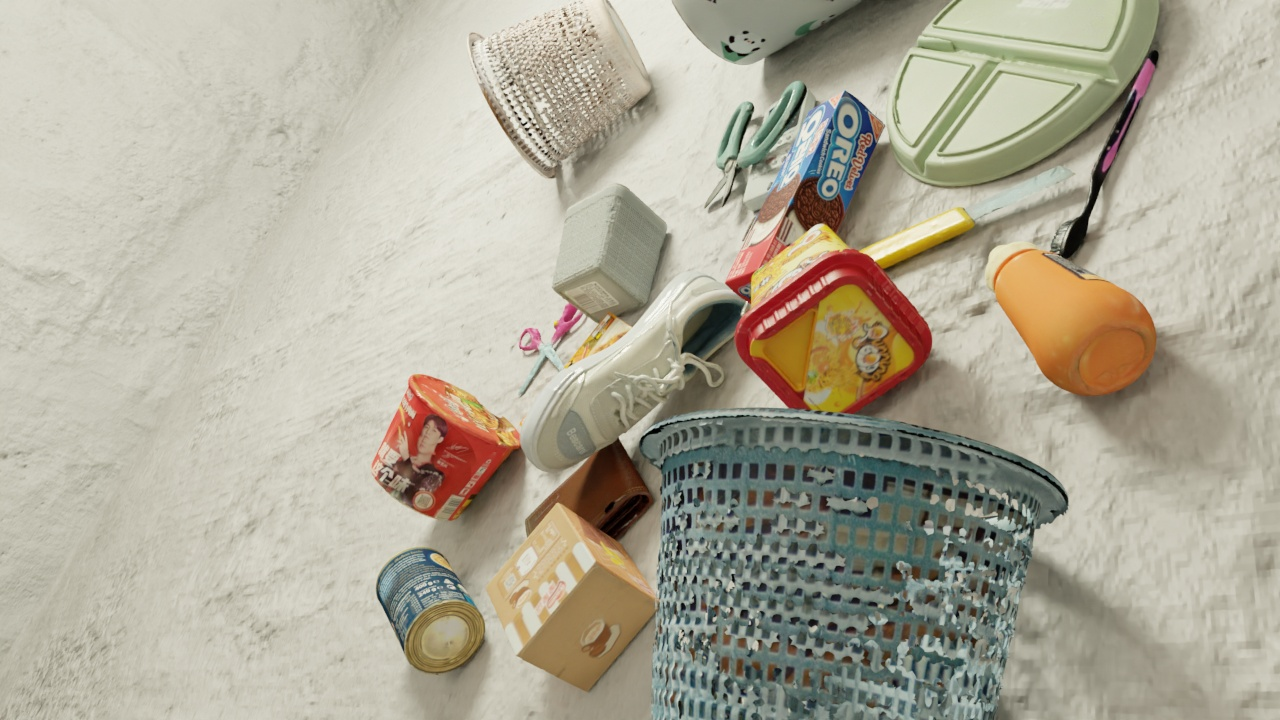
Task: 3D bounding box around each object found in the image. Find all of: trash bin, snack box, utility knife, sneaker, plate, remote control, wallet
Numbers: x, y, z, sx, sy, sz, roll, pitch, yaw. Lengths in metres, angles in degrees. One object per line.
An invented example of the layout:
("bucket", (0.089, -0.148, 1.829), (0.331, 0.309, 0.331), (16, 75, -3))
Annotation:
("trash bin", (0.093, 0.151, 0.476), (0.227, 0.226, 0.194), (-9, 63, 47))
("trash bin", (0.169, -0.467, 0.993), (0.253, 0.229, 0.229), (-23, 40, 44))
("trash bin", (-0.101, -0.398, 1.281), (0.192, 0.227, 0.227), (-26, 37, 14))
("snack box", (-0.058, 0.025, 0.943), (0.153, 0.026, 0.075), (-51, 31, -1))
("utility knife", (0.226, -0.096, 0.721), (0.231, 0.015, 0.033), (-25, 40, 39))
("sneaker", (0.006, 0.018, 0.803), (0.241, 0.089, 0.091), (-43, 41, -18))
("plate", (0.298, -0.247, 0.754), (0.231, 0.027, 0.229), (-32, 42, 34))
("remote control", (0.144, -0.220, 0.947), (0.058, 0.021, 0.149), (-18, 45, 41))
("snack box", (0.148, -0.141, 0.815), (0.058, 0.057, 0.207), (-17, 42, 63))
("wallet", (-0.050, 0.132, 0.820), (0.124, 0.032, 0.101), (-45, 29, 6))
("snack box", (-0.054, 0.185, 0.724), (0.093, 0.077, 0.094), (-50, 31, 1))

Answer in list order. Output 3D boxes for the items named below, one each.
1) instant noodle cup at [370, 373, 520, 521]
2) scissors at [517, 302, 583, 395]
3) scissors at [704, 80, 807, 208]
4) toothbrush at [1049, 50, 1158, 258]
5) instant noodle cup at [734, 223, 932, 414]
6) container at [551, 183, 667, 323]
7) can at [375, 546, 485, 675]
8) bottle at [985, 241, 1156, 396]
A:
("instant noodle cup", (-0.211, 0.095, 0.968), (0.108, 0.138, 0.138), (-56, 31, 6))
("scissors", (-0.110, -0.018, 1.064), (0.136, 0.017, 0.133), (19, 76, 53))
("scissors", (0.119, -0.242, 0.969), (0.175, 0.019, 0.169), (-49, 23, 40))
("toothbrush", (0.330, -0.148, 0.649), (0.189, 0.014, 0.018), (-60, 21, -16))
("instant noodle cup", (0.138, -0.035, 0.690), (0.116, 0.116, 0.123), (-38, 22, 20))
("container", (-0.035, -0.112, 0.999), (0.090, 0.090, 0.114), (-21, 45, 39))
("can", (-0.197, 0.232, 0.856), (0.075, 0.075, 0.111), (-53, 32, -5))
("bottle", (0.260, -0.037, 0.582), (0.067, 0.067, 0.149), (-40, 26, 16))
